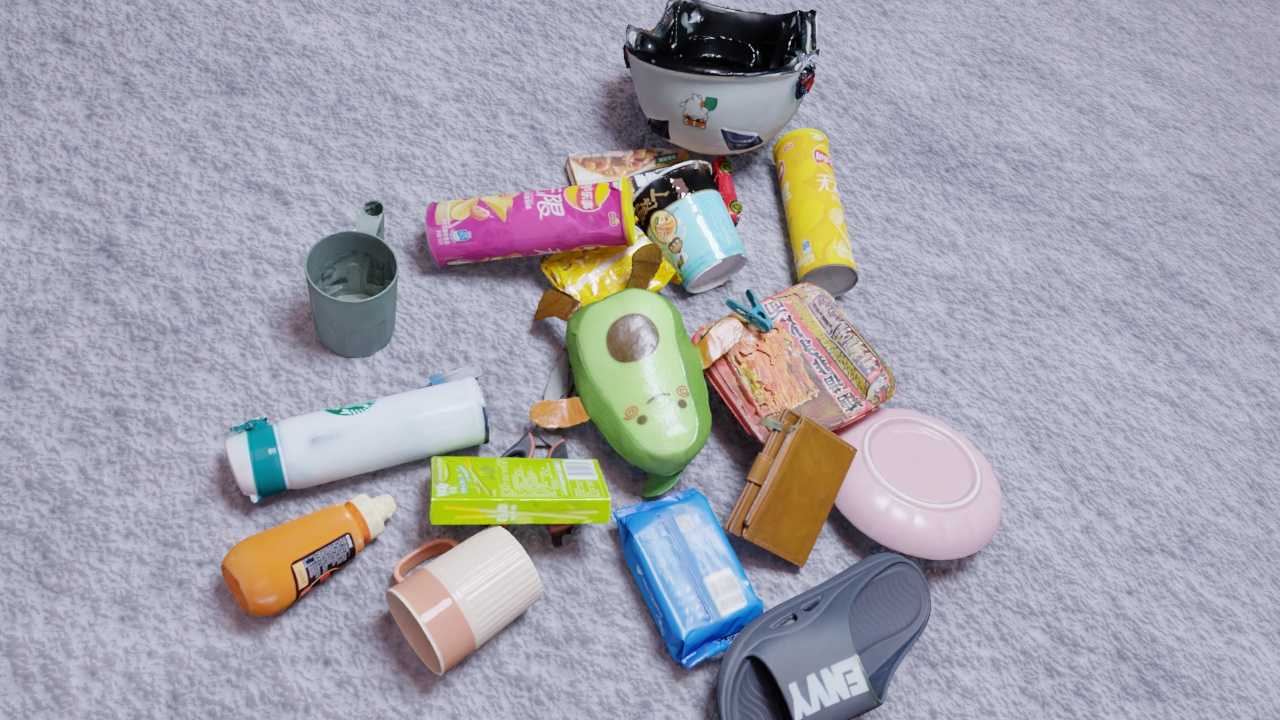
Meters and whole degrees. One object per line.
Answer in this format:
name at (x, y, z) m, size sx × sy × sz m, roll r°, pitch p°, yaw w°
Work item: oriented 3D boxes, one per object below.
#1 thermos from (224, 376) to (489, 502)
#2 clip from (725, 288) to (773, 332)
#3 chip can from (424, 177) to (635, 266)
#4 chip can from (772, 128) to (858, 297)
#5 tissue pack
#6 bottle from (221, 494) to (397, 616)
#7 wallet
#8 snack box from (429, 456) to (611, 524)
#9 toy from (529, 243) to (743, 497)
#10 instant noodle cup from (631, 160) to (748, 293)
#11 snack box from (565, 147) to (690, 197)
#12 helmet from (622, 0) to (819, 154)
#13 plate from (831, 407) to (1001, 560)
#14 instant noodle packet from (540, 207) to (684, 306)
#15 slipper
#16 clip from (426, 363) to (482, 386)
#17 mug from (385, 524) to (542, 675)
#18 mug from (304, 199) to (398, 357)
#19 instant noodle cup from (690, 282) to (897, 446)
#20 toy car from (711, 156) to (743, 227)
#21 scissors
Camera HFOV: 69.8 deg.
thermos at (-0.255, 0.068, 0.836) m, size 0.224 × 0.073 × 0.073 m, roll -13°, pitch 63°, yaw -21°
clip at (0.117, -0.050, 0.949) m, size 0.032 × 0.013 × 0.054 m, roll -27°, pitch 63°, yaw -29°
chip can at (-0.114, -0.143, 0.963) m, size 0.210 × 0.071 × 0.071 m, roll -6°, pitch 59°, yaw 5°
chip can at (0.209, -0.179, 1.112) m, size 0.072 × 0.072 × 0.213 m, roll 3°, pitch 60°, yaw -13°
tissue pack at (0.043, 0.196, 0.847) m, size 0.094 × 0.052 × 0.157 m, roll -16°, pitch 65°, yaw -25°
bottle at (-0.275, 0.157, 0.785) m, size 0.149 × 0.067 × 0.067 m, roll -29°, pitch 70°, yaw -36°
wallet at (0.143, 0.120, 0.874) m, size 0.119 × 0.035 × 0.130 m, roll 31°, pitch 83°, yaw -29°
snack box at (-0.110, 0.116, 0.825) m, size 0.156 × 0.026 × 0.085 m, roll 2°, pitch 19°, yaw -14°
toy at (-0.005, 0.005, 0.902) m, size 0.227 × 0.090 × 0.246 m, roll -25°, pitch 69°, yaw 0°
instant noodle cup at (0.061, -0.145, 1.036) m, size 0.111 × 0.111 × 0.120 m, roll -21°, pitch 72°, yaw -25°
snack box at (-0.008, -0.217, 1.103) m, size 0.153 × 0.026 × 0.075 m, roll -8°, pitch 62°, yaw -19°
helmet at (0.096, -0.331, 1.113) m, size 0.230 × 0.157 × 0.273 m, roll 11°, pitch 41°, yaw 12°
plate at (0.282, 0.114, 0.941) m, size 0.192 × 0.039 × 0.192 m, roll 7°, pitch 43°, yaw -6°
instant noodle packet at (-0.032, -0.097, 1.001) m, size 0.128 × 0.044 × 0.110 m, roll -34°, pitch 78°, yaw -14°
slipper at (0.180, 0.253, 0.813) m, size 0.267 × 0.083 × 0.110 m, roll -25°, pitch 90°, yaw -31°
clip at (-0.184, 0.020, 0.916) m, size 0.058 × 0.042 × 0.026 m, roll -26°, pitch 67°, yaw -30°
mug at (-0.158, 0.194, 0.786) m, size 0.105 × 0.082 × 0.114 m, roll -31°, pitch 42°, yaw -31°
mug at (-0.275, -0.078, 0.900) m, size 0.083 × 0.104 × 0.123 m, roll 14°, pitch 56°, yaw -6°
instant noodle cup at (0.155, 0.017, 0.970) m, size 0.188 × 0.079 × 0.164 m, roll -23°, pitch 66°, yaw -26°
toy car at (0.096, -0.198, 1.105) m, size 0.031 × 0.049 × 0.106 m, roll 2°, pitch 60°, yaw -16°
scissors at (-0.084, 0.084, 0.905) m, size 0.201 × 0.015 × 0.206 m, roll -24°, pitch 67°, yaw -26°
